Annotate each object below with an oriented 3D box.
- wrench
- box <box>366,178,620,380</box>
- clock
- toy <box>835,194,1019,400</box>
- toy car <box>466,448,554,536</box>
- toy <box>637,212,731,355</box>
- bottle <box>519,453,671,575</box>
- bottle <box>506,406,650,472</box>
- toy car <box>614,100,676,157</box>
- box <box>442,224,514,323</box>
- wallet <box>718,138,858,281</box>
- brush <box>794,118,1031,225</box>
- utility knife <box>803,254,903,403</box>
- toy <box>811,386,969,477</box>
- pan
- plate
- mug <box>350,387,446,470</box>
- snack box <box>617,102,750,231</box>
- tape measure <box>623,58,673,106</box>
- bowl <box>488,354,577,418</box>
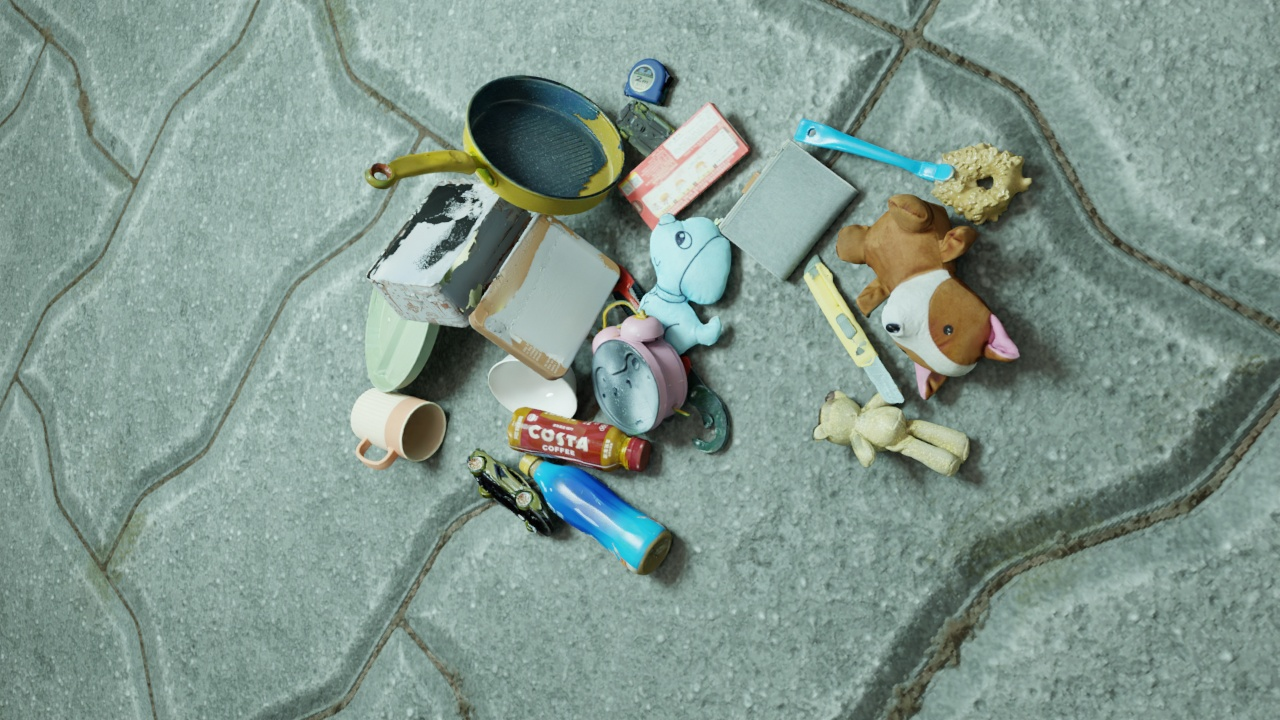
[{"bbox_3d":[0.031,-0.009,1.114,0.056,0.016,0.273,-38,68,20],"label":"wrench"},{"bbox_3d":[-0.173,-0.108,1.099,0.271,0.134,0.179,24,63,9],"label":"box"},{"bbox_3d":[-0.006,0.006,1.081,0.117,0.059,0.158,-23,89,52],"label":"clock"},{"bbox_3d":[0.284,-0.067,0.922,0.140,0.130,0.199,-34,77,57],"label":"toy"},{"bbox_3d":[-0.165,0.170,1.178,0.158,0.070,0.042,33,62,27],"label":"toy car"},{"bbox_3d":[0.056,-0.098,1.088,0.156,0.049,0.161,-43,73,8],"label":"toy"},{"bbox_3d":[-0.062,0.176,1.117,0.219,0.065,0.065,32,100,28],"label":"bottle"},{"bbox_3d":[-0.075,0.100,1.128,0.175,0.057,0.057,11,90,18],"label":"bottle"},{"bbox_3d":[0.016,-0.279,1.143,0.105,0.032,0.048,42,110,16],"label":"toy car"},{"bbox_3d":[-0.224,-0.137,1.238,0.091,0.076,0.168,10,89,29],"label":"box"},{"bbox_3d":[0.164,-0.172,1.041,0.106,0.037,0.130,41,103,10],"label":"wallet"},{"bbox_3d":[0.281,-0.212,0.973,0.255,0.045,0.083,24,100,24],"label":"brush"},{"bbox_3d":[0.227,-0.033,0.992,0.031,0.021,0.204,-42,60,26],"label":"utility knife"},{"bbox_3d":[0.260,0.078,0.955,0.157,0.066,0.105,17,60,26],"label":"toy"},{"bbox_3d":[-0.163,-0.236,1.044,0.197,0.356,0.078,49,142,12],"label":"pan"},{"bbox_3d":[-0.327,-0.068,1.272,0.231,0.027,0.230,-18,67,50],"label":"plate"},{"bbox_3d":[-0.344,0.098,1.266,0.106,0.082,0.114,14,58,32],"label":"mug"},{"bbox_3d":[0.052,-0.232,1.108,0.153,0.025,0.075,-39,90,21],"label":"snack box"},{"bbox_3d":[0.011,-0.351,1.158,0.058,0.025,0.054,24,95,25],"label":"tape measure"},{"bbox_3d":[-0.126,0.018,1.163,0.118,0.118,0.064,-5,44,29],"label":"bowl"}]
